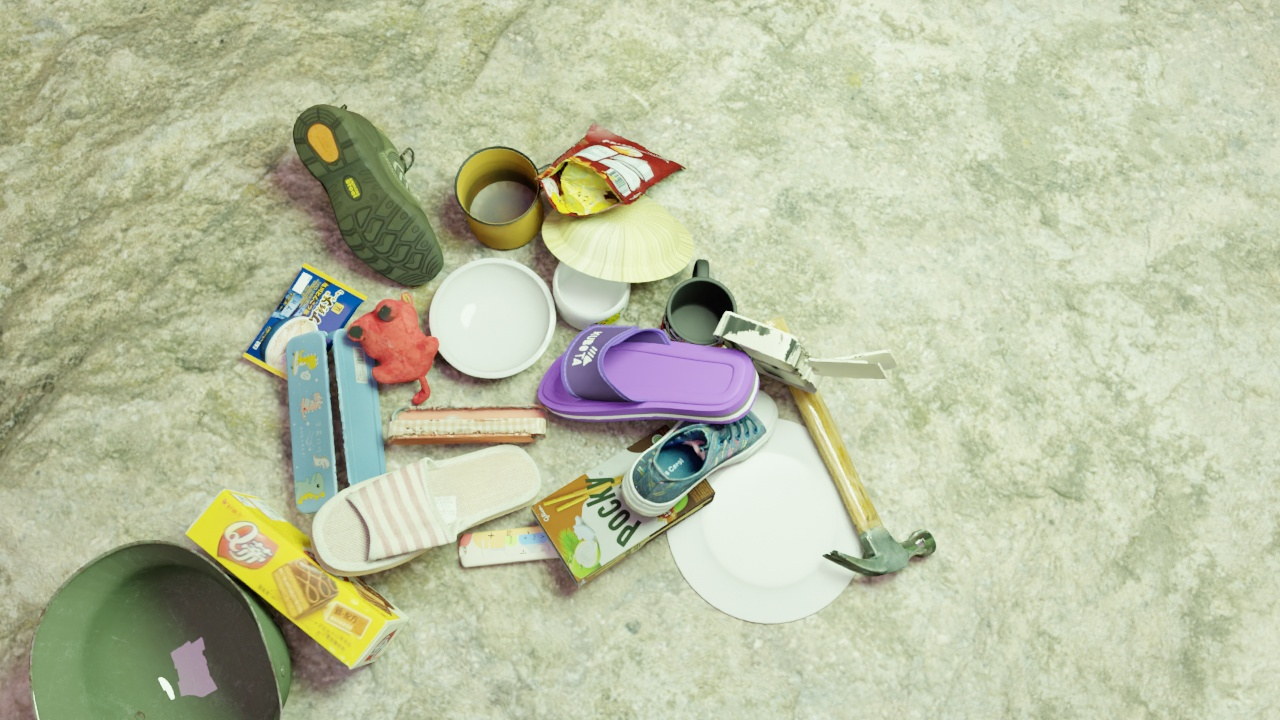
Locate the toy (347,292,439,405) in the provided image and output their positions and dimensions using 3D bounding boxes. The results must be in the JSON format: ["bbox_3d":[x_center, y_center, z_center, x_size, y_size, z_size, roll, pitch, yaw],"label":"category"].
[{"bbox_3d":[-0.276,-0.015,1.090,0.088,0.094,0.133,-24,106,3],"label":"toy"}]

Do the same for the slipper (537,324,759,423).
[{"bbox_3d":[-0.006,0.006,1.023,0.267,0.084,0.107,3,57,29],"label":"slipper"}]

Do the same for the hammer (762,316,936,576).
[{"bbox_3d":[0.224,0.098,1.095,0.132,0.033,0.330,-17,73,-22],"label":"hammer"}]

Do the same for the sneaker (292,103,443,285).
[{"bbox_3d":[-0.323,-0.207,1.125,0.101,0.142,0.238,-25,111,11],"label":"sneaker"}]

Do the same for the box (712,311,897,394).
[{"bbox_3d":[0.185,-0.003,1.017,0.188,0.144,0.058,13,80,26],"label":"box"}]

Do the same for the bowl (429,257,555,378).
[{"bbox_3d":[-0.177,-0.047,1.110,0.149,0.043,0.149,1,76,-3],"label":"bowl"}]

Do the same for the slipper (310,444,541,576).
[{"bbox_3d":[-0.226,0.155,1.005,0.262,0.052,0.115,-18,61,-31],"label":"slipper"}]

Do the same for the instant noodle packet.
[{"bbox_3d":[-0.403,-0.041,1.105,0.087,0.026,0.134,29,76,-1],"label":"instant noodle packet"}]

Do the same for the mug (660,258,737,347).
[{"bbox_3d":[0.069,-0.063,1.099,0.082,0.098,0.118,5,76,-2],"label":"mug"}]

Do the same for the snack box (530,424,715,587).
[{"bbox_3d":[-0.019,0.165,1.054,0.185,0.032,0.101,-30,68,-15],"label":"snack box"}]

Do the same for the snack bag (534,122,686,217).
[{"bbox_3d":[-0.033,-0.237,1.112,0.139,0.067,0.207,20,34,10],"label":"snack bag"}]

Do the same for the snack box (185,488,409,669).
[{"bbox_3d":[-0.367,0.235,0.994,0.230,0.110,0.061,36,78,6],"label":"snack box"}]

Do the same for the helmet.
[{"bbox_3d":[-0.459,0.319,0.945,0.227,0.154,0.267,-35,79,-4],"label":"helmet"}]

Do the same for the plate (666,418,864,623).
[{"bbox_3d":[0.151,0.186,1.084,0.242,0.016,0.242,1,76,-3],"label":"plate"}]

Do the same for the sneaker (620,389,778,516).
[{"bbox_3d":[0.075,0.086,1.037,0.234,0.079,0.087,-31,70,-35],"label":"sneaker"}]

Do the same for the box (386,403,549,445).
[{"bbox_3d":[-0.201,0.073,1.075,0.187,0.057,0.070,-1,44,-5],"label":"box"}]

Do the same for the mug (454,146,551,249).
[{"bbox_3d":[-0.159,-0.200,1.123,0.123,0.094,0.100,-29,79,-8],"label":"mug"}]

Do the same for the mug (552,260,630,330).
[{"bbox_3d":[-0.050,-0.091,1.115,0.115,0.068,0.094,-26,79,-9],"label":"mug"}]

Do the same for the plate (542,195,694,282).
[{"bbox_3d":[-0.024,-0.164,1.100,0.184,0.036,0.184,6,40,-5],"label":"plate"}]

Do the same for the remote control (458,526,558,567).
[{"bbox_3d":[-0.147,0.214,1.060,0.125,0.018,0.038,-5,76,-3],"label":"remote control"}]

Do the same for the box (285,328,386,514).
[{"bbox_3d":[-0.353,0.071,1.066,0.086,0.073,0.209,-12,78,19],"label":"box"}]
